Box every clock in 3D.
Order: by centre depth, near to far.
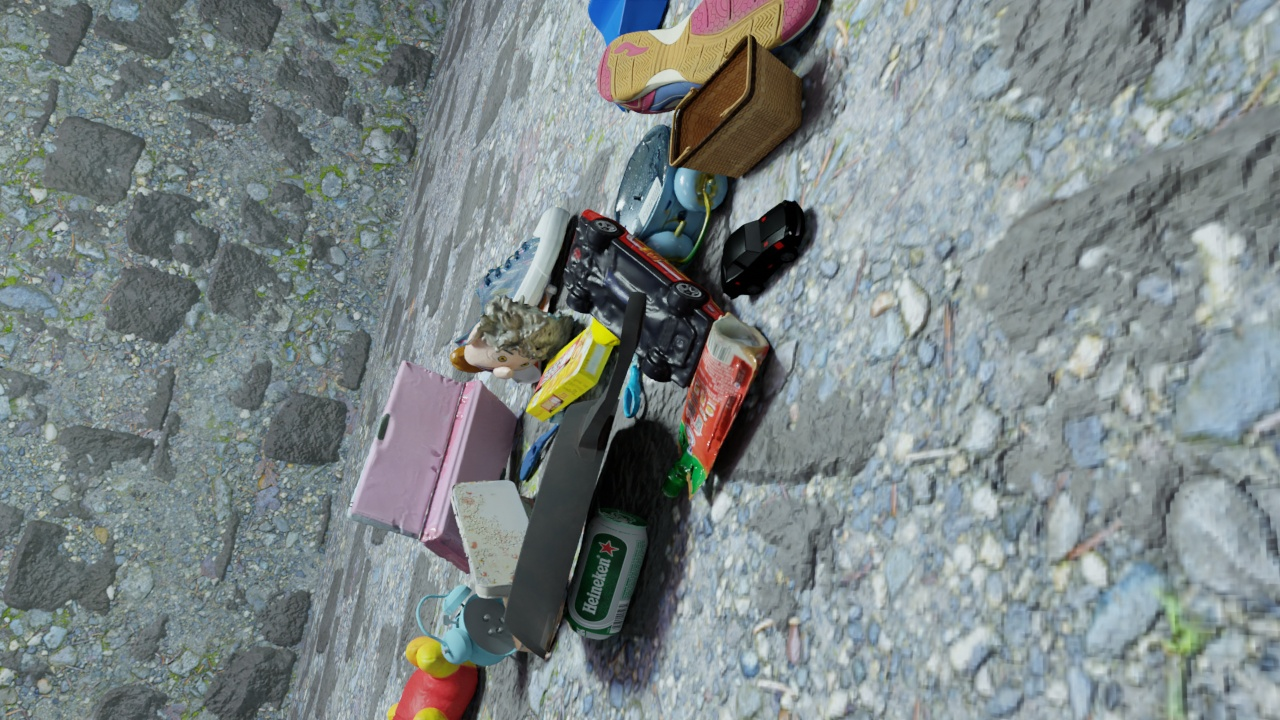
[{"bbox_3d":[0.026,-0.144,0.832,0.118,0.060,0.162,-63,26,28],"label":"clock"},{"bbox_3d":[-0.176,0.275,0.956,0.042,0.123,0.087,-48,33,29],"label":"clock"}]

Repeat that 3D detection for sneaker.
[{"bbox_3d":[0.069,-0.277,0.811,0.242,0.091,0.116,-3,77,46],"label":"sneaker"},{"bbox_3d":[-0.168,-0.099,1.192,0.235,0.079,0.087,-63,8,7],"label":"sneaker"}]

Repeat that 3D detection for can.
[{"bbox_3d":[-0.029,0.178,0.763,0.053,0.053,0.101,25,100,67],"label":"can"}]

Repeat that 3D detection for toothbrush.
[{"bbox_3d":[-0.117,0.100,1.068,0.133,0.016,0.021,-56,37,38],"label":"toothbrush"}]

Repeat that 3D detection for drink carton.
[{"bbox_3d":[-0.135,-0.035,1.182,0.069,0.039,0.122,-41,34,55],"label":"drink carton"}]

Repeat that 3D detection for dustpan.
[{"bbox_3d":[-0.001,-0.473,1.111,0.258,0.059,0.245,-58,28,33],"label":"dustpan"}]

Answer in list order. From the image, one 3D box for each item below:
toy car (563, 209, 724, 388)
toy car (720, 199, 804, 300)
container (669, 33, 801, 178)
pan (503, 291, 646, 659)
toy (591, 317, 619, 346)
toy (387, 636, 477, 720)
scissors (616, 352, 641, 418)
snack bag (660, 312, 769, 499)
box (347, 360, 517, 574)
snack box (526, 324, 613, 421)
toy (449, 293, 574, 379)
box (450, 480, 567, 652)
[{"bbox_3d":[-0.001,-0.054,0.777,0.189,0.056,0.082,43,129,35],"label":"toy car"},{"bbox_3d":[0.086,-0.084,0.681,0.092,0.036,0.042,-46,36,49],"label":"toy car"},{"bbox_3d":[0.078,-0.196,0.736,0.114,0.061,0.063,-34,45,54],"label":"container"},{"bbox_3d":[-0.055,0.088,0.753,0.248,0.043,0.357,-75,1,-53],"label":"pan"},{"bbox_3d":[-0.010,-0.052,0.864,0.096,0.041,0.094,-42,24,26],"label":"toy"},{"bbox_3d":[-0.251,0.435,1.063,0.148,0.098,0.216,141,141,-71],"label":"toy"},{"bbox_3d":[0.001,-0.010,0.872,0.132,0.015,0.110,-94,27,-51],"label":"scissors"},{"bbox_3d":[0.047,0.043,0.697,0.087,0.044,0.155,-104,31,-58],"label":"snack bag"},{"bbox_3d":[-0.231,0.118,1.094,0.059,0.179,0.232,-31,38,37],"label":"box"},{"bbox_3d":[-0.074,0.011,0.986,0.153,0.025,0.075,-35,28,57],"label":"snack box"},{"bbox_3d":[-0.159,-0.018,1.081,0.176,0.132,0.076,-26,59,39],"label":"toy"},{"bbox_3d":[-0.138,0.215,0.977,0.216,0.094,0.107,-130,31,-63],"label":"box"}]
